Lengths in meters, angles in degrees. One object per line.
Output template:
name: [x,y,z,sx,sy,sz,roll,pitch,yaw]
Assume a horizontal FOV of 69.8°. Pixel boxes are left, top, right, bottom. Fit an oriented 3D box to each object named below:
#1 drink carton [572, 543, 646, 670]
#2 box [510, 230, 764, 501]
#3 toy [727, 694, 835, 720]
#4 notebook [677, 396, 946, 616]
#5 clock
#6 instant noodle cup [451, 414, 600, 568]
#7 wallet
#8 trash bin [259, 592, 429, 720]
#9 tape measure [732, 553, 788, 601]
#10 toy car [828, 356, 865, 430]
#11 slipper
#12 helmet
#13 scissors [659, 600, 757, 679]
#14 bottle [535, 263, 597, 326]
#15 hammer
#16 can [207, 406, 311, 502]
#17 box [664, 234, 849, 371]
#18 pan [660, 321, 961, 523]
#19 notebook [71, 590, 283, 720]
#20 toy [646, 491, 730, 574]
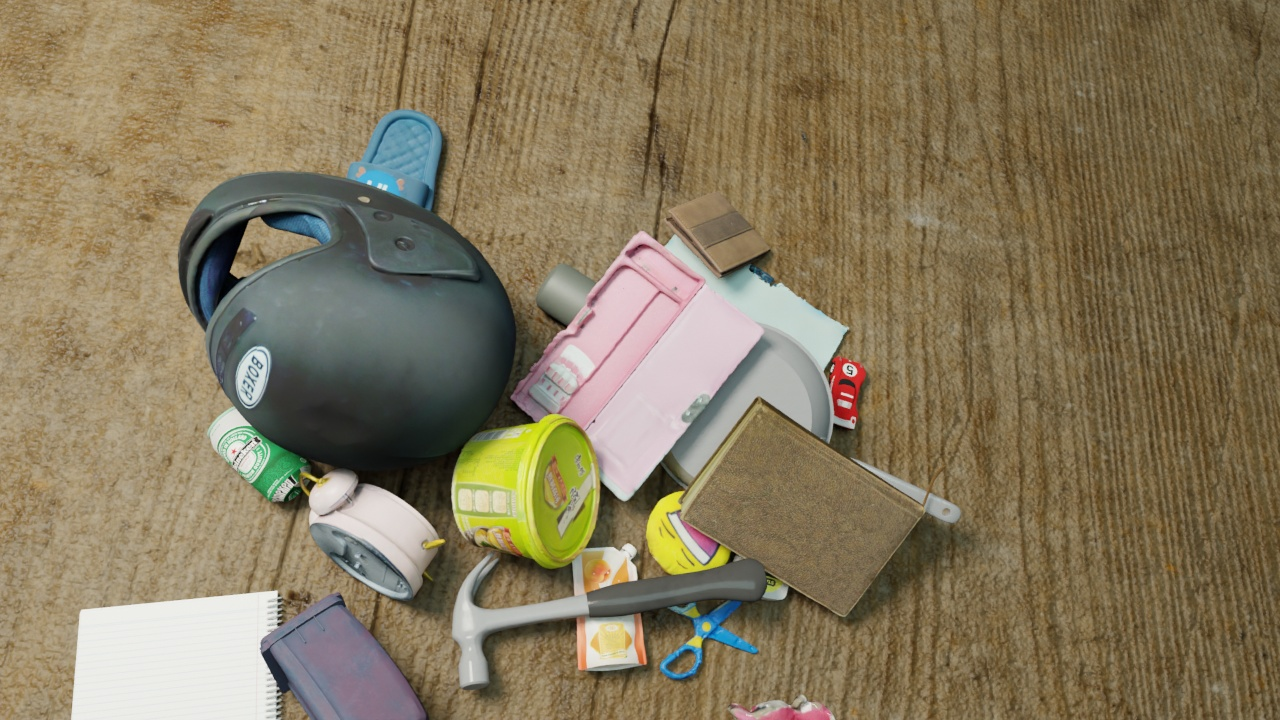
drink carton: [-0.033,0.247,0.929,0.069,0.039,0.122,-1,64,-11]
box: [-0.005,0.006,0.961,0.179,0.039,0.233,42,96,13]
toy: [0.142,0.362,0.911,0.102,0.050,0.065,-11,93,4]
notebook: [0.177,0.136,0.933,0.215,0.034,0.190,34,100,-9]
clock: [-0.264,0.160,0.872,0.158,0.117,0.058,33,56,2]
instant noodle cup: [-0.112,0.127,0.895,0.098,0.146,0.146,-3,65,24]
wallet: [0.092,-0.150,1.083,0.098,0.027,0.120,49,39,9]
trash bin: [-0.260,0.295,0.804,0.092,0.094,0.161,-32,54,-30]
tape measure: [0.129,0.219,0.973,0.064,0.017,0.064,19,66,-12]
toy car: [0.236,0.038,1.063,0.038,0.025,0.089,18,67,-4]
slipper: [-0.280,-0.199,1.036,0.104,0.059,0.213,18,66,-7]
helmet: [-0.271,-0.025,0.844,0.316,0.250,0.235,20,36,-23]
scissors: [0.061,0.271,0.948,0.125,0.015,0.127,-31,81,-25]
bottle: [-0.059,-0.058,1.023,0.108,0.060,0.060,33,67,2]
hammer: [-0.030,0.233,0.904,0.311,0.030,0.124,-8,59,-5]
can: [-0.375,0.093,0.906,0.101,0.053,0.053,41,67,6]
box: [0.110,-0.046,1.060,0.243,0.071,0.169,34,35,3]
pan: [0.173,0.091,0.967,0.356,0.050,0.201,25,98,7]
notebook: [-0.417,0.341,0.826,0.178,0.013,0.245,-3,70,-11]
toy: [0.051,0.184,0.963,0.094,0.041,0.095,-31,80,-25]
